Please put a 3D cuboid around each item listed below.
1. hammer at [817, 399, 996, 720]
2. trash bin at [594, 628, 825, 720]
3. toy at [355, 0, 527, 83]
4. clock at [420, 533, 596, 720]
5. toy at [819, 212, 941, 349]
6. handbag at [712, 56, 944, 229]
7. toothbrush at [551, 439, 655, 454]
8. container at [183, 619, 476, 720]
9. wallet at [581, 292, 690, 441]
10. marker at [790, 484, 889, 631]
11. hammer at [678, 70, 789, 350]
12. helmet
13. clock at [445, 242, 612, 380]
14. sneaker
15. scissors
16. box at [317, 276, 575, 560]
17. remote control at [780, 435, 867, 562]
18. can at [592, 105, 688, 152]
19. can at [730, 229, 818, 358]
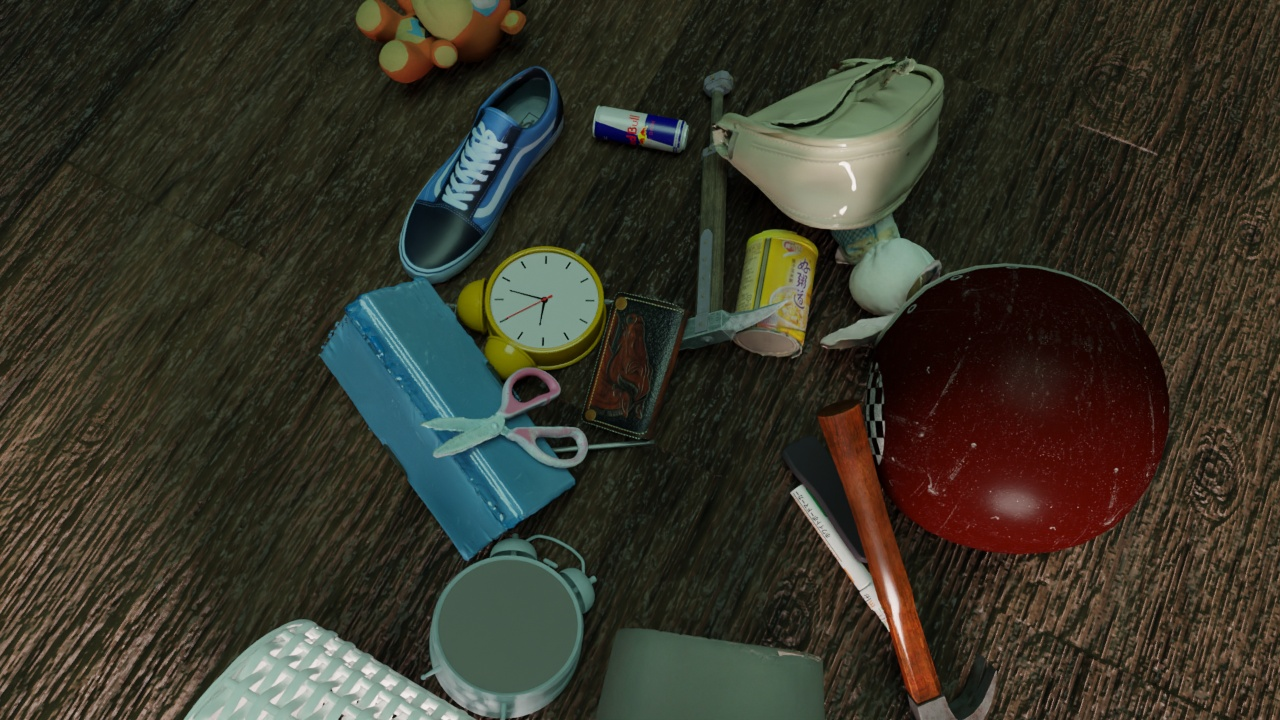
[{"bbox_3d":[0.191,0.169,0.697,0.111,0.028,0.301,-21,104,-4],"label":"hammer"},{"bbox_3d":[0.041,0.321,0.647,0.197,0.198,0.219,7,64,5],"label":"trash bin"},{"bbox_3d":[-0.199,-0.354,0.953,0.175,0.096,0.112,-26,70,-20],"label":"toy"},{"bbox_3d":[-0.101,0.210,0.745,0.122,0.045,0.158,27,53,9],"label":"clock"},{"bbox_3d":[0.221,-0.094,0.859,0.105,0.131,0.205,25,39,-34],"label":"toy"},{"bbox_3d":[0.185,-0.231,0.830,0.228,0.132,0.184,-29,43,-34],"label":"handbag"},{"bbox_3d":[-0.070,0.080,0.826,0.167,0.013,0.013,-5,78,-1],"label":"toothbrush"},{"bbox_3d":[-0.214,0.311,0.649,0.187,0.189,0.189,26,72,11],"label":"container"},{"bbox_3d":[-0.005,0.005,0.820,0.072,0.019,0.123,15,88,29],"label":"wallet"},{"bbox_3d":[0.178,0.169,0.786,0.017,0.017,0.145,-31,72,-10],"label":"marker"},{"bbox_3d":[0.074,-0.157,0.880,0.147,0.028,0.316,-15,58,32],"label":"hammer"},{"bbox_3d":[0.298,0.037,0.738,0.233,0.253,0.233,10,85,5],"label":"helmet"},{"bbox_3d":[-0.101,-0.044,0.853,0.151,0.052,0.113,-28,72,-13],"label":"clock"},{"bbox_3d":[-0.159,-0.189,0.881,0.083,0.098,0.240,30,73,11],"label":"sneaker"},{"bbox_3d":[-0.105,0.066,0.754,0.016,0.178,0.108,-36,84,31],"label":"scissors"},{"bbox_3d":[-0.176,0.053,0.798,0.110,0.094,0.231,-39,86,31],"label":"box"},{"bbox_3d":[0.171,0.121,0.800,0.046,0.009,0.124,-21,68,-38],"label":"remote control"},{"bbox_3d":[0.000,-0.234,0.930,0.095,0.032,0.032,12,70,5],"label":"can"},{"bbox_3d":[0.124,-0.061,0.845,0.068,0.068,0.105,11,71,5],"label":"can"}]
